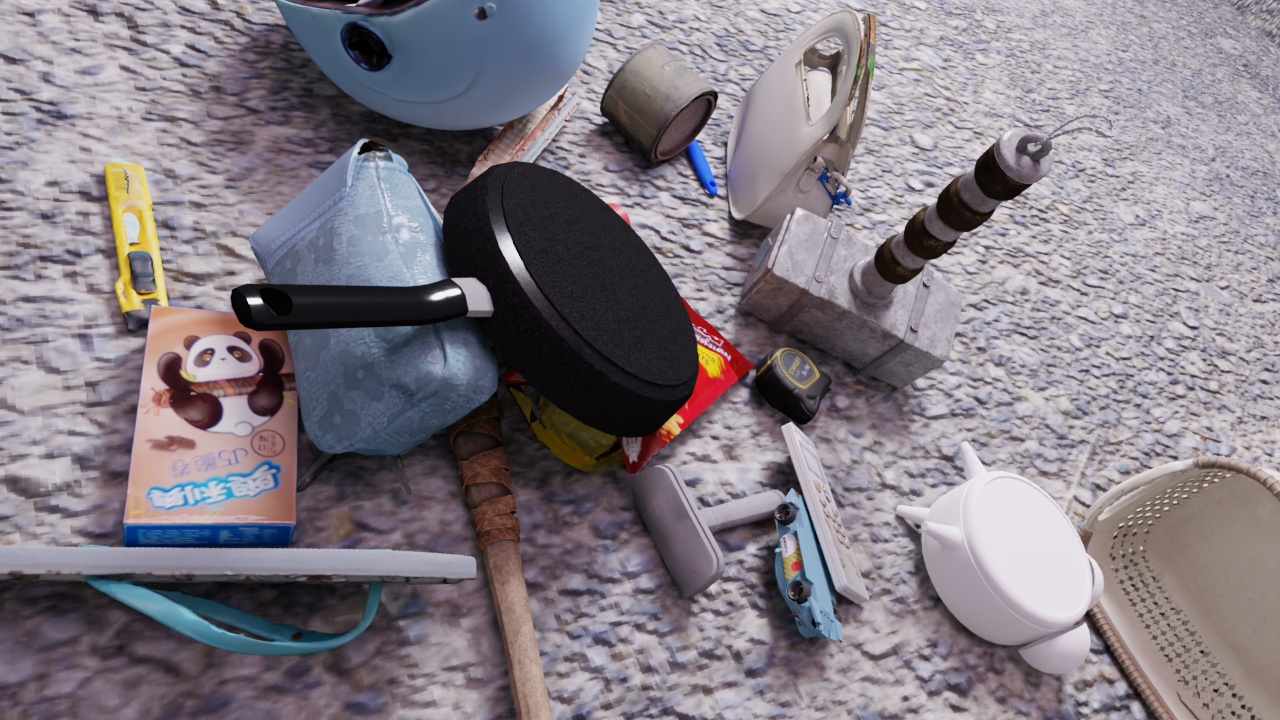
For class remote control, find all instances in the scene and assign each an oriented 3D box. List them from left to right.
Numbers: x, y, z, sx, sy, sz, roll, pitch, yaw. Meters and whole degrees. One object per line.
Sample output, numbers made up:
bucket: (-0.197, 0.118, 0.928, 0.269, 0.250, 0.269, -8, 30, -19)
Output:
remote control: (0.138, 0.112, 0.688, 0.050, 0.011, 0.135, 39, 30, -51)

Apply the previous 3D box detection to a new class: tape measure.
tape measure: (0.124, 0.020, 0.759, 0.061, 0.034, 0.061, 42, 35, 4)

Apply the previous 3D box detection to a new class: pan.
pan: (-0.074, -0.041, 0.537, 0.204, 0.044, 0.354, 59, 26, 13)

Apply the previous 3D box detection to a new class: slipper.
slipper: (-0.222, 0.122, 0.472, 0.268, 0.098, 0.054, 5, 76, -14)

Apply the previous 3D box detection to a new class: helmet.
helmet: (-0.160, -0.280, 0.752, 0.266, 0.167, 0.224, 4, 41, 12)

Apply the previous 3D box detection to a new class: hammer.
hammer: (-0.081, 0.139, 0.553, 0.121, 0.049, 0.318, -1, 53, -25)
hammer: (0.216, -0.093, 0.701, 0.177, 0.327, 0.079, 26, 64, -6)

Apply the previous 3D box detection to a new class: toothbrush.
toothbrush: (0.043, -0.237, 0.941, 0.016, 0.018, 0.182, -4, 59, -30)

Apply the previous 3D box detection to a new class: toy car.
toy car: (0.112, 0.146, 0.647, 0.060, 0.028, 0.107, 45, 29, -40)

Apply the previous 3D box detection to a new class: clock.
clock: (0.280, 0.157, 0.714, 0.161, 0.073, 0.125, 44, 47, 1)

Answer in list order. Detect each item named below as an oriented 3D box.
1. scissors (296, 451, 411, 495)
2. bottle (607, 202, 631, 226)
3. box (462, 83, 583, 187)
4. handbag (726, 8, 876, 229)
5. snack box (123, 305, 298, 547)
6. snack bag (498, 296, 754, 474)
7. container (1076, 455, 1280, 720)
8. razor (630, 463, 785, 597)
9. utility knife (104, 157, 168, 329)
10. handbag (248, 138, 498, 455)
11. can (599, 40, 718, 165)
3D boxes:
scissors: (-0.183, 0.018, 0.605, 0.141, 0.014, 0.175, -33, 64, -25)
bottle: (-0.074, -0.081, 0.719, 0.062, 0.062, 0.176, 46, 48, 12)
box: (-0.107, -0.195, 0.805, 0.059, 0.056, 0.186, -1, 40, 25)
handbag: (0.169, -0.228, 0.872, 0.093, 0.200, 0.200, 18, 50, -19)
snack box: (-0.253, 0.037, 0.549, 0.087, 0.034, 0.151, 4, 53, -25)
snack bag: (-0.004, 0.004, 0.707, 0.139, 0.067, 0.207, 36, 37, 11)
container: (0.472, 0.196, 0.704, 0.142, 0.185, 0.246, -1, 55, -40)
razor: (0.060, 0.111, 0.652, 0.116, 0.047, 0.088, -6, 57, -40)
utility knife: (-0.341, -0.082, 0.616, 0.030, 0.017, 0.151, 0, 51, -39)
handbag: (-0.158, -0.035, 0.574, 0.192, 0.122, 0.118, 61, 17, 22)
can: (0.018, -0.245, 0.879, 0.074, 0.090, 0.089, 44, 47, 11)
